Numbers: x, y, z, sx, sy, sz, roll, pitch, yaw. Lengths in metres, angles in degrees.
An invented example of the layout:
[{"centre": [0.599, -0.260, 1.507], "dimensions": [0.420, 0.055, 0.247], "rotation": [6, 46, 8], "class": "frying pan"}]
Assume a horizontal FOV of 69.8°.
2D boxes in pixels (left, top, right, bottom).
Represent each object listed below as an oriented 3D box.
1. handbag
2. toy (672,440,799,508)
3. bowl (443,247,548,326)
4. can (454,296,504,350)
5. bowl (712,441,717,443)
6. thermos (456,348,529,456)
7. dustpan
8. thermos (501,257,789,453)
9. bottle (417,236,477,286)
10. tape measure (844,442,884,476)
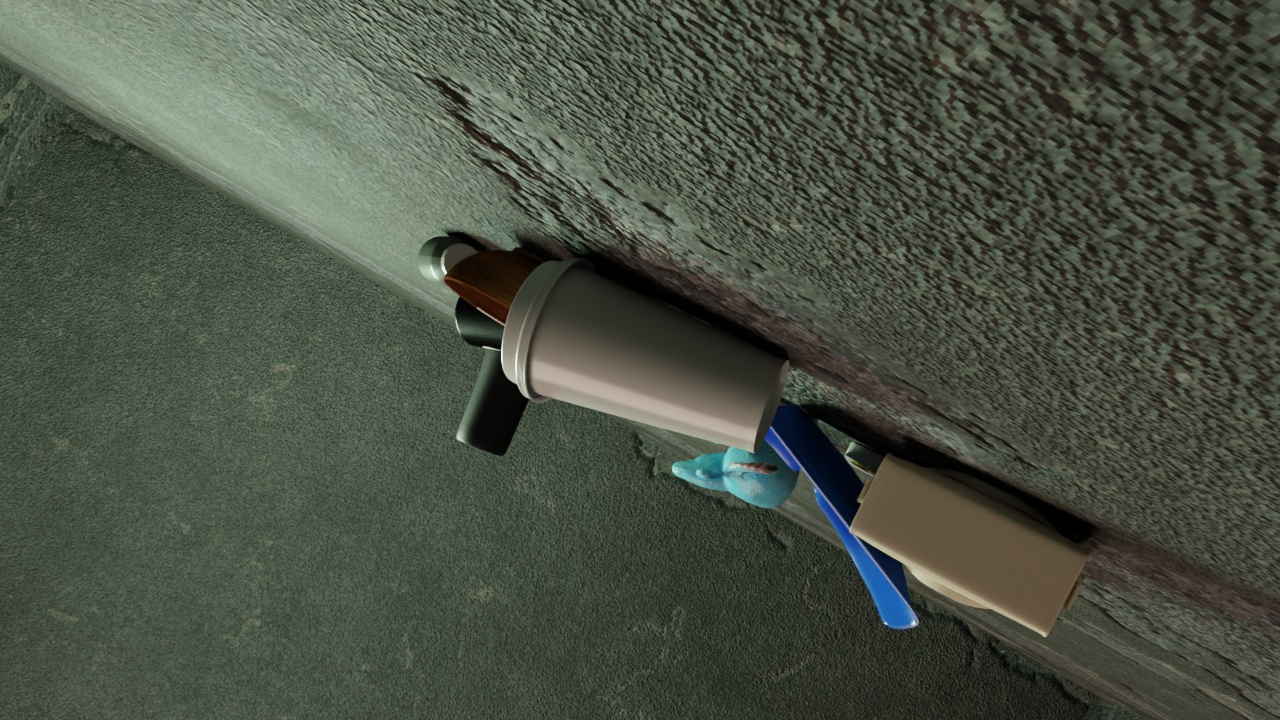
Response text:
[{"centre": [0.301, 0.158, 0.837], "dimensions": [0.195, 0.101, 0.197], "rotation": [27, -175, 24], "class": "handbag"}, {"centre": [0.139, 0.148, 1.317], "dimensions": [0.181, 0.114, 0.183], "rotation": [5, 174, 22], "class": "toy"}, {"centre": [-0.117, -0.072, 0.928], "dimensions": [0.147, 0.068, 0.147], "rotation": [29, 171, 5], "class": "bowl"}, {"centre": [-0.141, -0.048, 1.061], "dimensions": [0.146, 0.080, 0.080], "rotation": [9, 162, 36], "class": "can"}, {"centre": [0.095, 0.082, 1.262], "dimensions": [0.121, 0.046, 0.121], "rotation": [29, 173, 3], "class": "bowl"}, {"centre": [-0.183, 0.019, 1.282], "dimensions": [0.106, 0.218, 0.106], "rotation": [22, 176, 1], "class": "thermos"}, {"centre": [0.190, 0.123, 0.943], "dimensions": [0.245, 0.060, 0.257], "rotation": [52, -159, -2], "class": "dustpan"}, {"centre": [0.006, 0.002, 0.776], "dimensions": [0.222, 0.131, 0.131], "rotation": [20, 171, 16], "class": "thermos"}, {"centre": [-0.225, -0.117, 1.088], "dimensions": [0.060, 0.060, 0.108], "rotation": [33, 173, -26], "class": "bottle"}, {"centre": [0.248, 0.111, 0.963], "dimensions": [0.064, 0.016, 0.065], "rotation": [26, 172, 29], "class": "tape measure"}]
